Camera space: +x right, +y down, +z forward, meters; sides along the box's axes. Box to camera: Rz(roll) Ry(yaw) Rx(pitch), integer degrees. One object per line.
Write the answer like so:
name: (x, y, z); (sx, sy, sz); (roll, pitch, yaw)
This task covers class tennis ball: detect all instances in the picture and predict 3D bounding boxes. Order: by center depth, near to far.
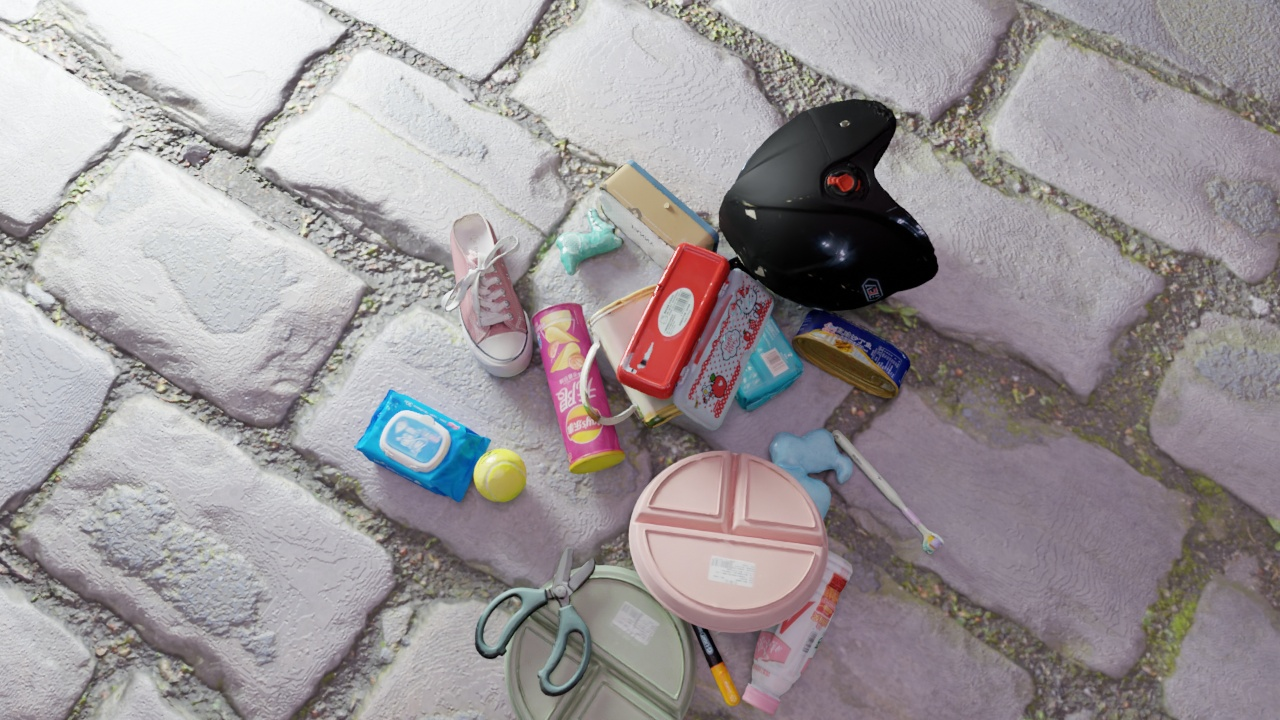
tennis ball: (-0.173, 0.142, 1.133); (0.065, 0.065, 0.065); (0, 71, 0)

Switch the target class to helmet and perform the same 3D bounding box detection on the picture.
helmet: (0.235, -0.173, 1.147); (0.230, 0.233, 0.274); (-35, 58, 1)

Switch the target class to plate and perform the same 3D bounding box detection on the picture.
plate: (0.102, 0.198, 1.051); (0.229, 0.028, 0.229); (1, 52, -1)
plate: (-0.047, 0.356, 1.080); (0.230, 0.027, 0.230); (0, 72, 0)

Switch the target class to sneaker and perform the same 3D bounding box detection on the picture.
sneaker: (-0.204, -0.096, 1.202); (0.118, 0.088, 0.240); (-15, 71, -5)

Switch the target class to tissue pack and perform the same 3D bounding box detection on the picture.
tissue pack: (-0.274, 0.106, 1.153); (0.157, 0.052, 0.094); (26, 74, 9)
tissue pack: (0.141, -0.011, 1.189); (0.093, 0.050, 0.133); (-28, 73, -7)

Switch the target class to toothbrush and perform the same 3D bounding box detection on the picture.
toothbrush: (0.305, 0.160, 1.147); (0.189, 0.029, 0.020); (50, 36, 16)

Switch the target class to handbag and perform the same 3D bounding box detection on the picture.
handbag: (-0.007, 0.007, 1.154); (0.178, 0.063, 0.163); (-24, 79, -25)

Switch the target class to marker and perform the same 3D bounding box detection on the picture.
marker: (0.085, 0.349, 1.087); (0.018, 0.015, 0.123); (-22, 71, -11)

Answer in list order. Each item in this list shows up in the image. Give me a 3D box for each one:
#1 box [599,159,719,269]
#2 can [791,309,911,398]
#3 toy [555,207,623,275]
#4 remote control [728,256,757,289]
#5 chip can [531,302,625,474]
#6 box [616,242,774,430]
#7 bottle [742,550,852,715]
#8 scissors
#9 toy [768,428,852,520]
box: (0.027, -0.180, 1.229); (0.184, 0.090, 0.063); (41, 75, 11)
can: (0.270, -0.009, 1.176); (0.148, 0.075, 0.049); (29, 70, 9)
toy: (-0.071, -0.165, 1.257); (0.092, 0.030, 0.096); (-16, 64, -10)
remote control: (0.100, -0.089, 1.230); (0.136, 0.024, 0.053); (-38, 74, -12)
chip can: (-0.080, 0.033, 1.165); (0.071, 0.071, 0.210); (-15, 72, -5)
box: (0.073, -0.032, 1.127); (0.160, 0.064, 0.200); (28, 73, -7)
bottle: (0.179, 0.314, 1.074); (0.068, 0.068, 0.196); (27, 78, 9)
scissors: (-0.124, 0.297, 1.077); (0.172, 0.019, 0.176); (7, 72, 4)
toy: (0.188, 0.159, 1.132); (0.161, 0.050, 0.156); (-4, 61, -4)
